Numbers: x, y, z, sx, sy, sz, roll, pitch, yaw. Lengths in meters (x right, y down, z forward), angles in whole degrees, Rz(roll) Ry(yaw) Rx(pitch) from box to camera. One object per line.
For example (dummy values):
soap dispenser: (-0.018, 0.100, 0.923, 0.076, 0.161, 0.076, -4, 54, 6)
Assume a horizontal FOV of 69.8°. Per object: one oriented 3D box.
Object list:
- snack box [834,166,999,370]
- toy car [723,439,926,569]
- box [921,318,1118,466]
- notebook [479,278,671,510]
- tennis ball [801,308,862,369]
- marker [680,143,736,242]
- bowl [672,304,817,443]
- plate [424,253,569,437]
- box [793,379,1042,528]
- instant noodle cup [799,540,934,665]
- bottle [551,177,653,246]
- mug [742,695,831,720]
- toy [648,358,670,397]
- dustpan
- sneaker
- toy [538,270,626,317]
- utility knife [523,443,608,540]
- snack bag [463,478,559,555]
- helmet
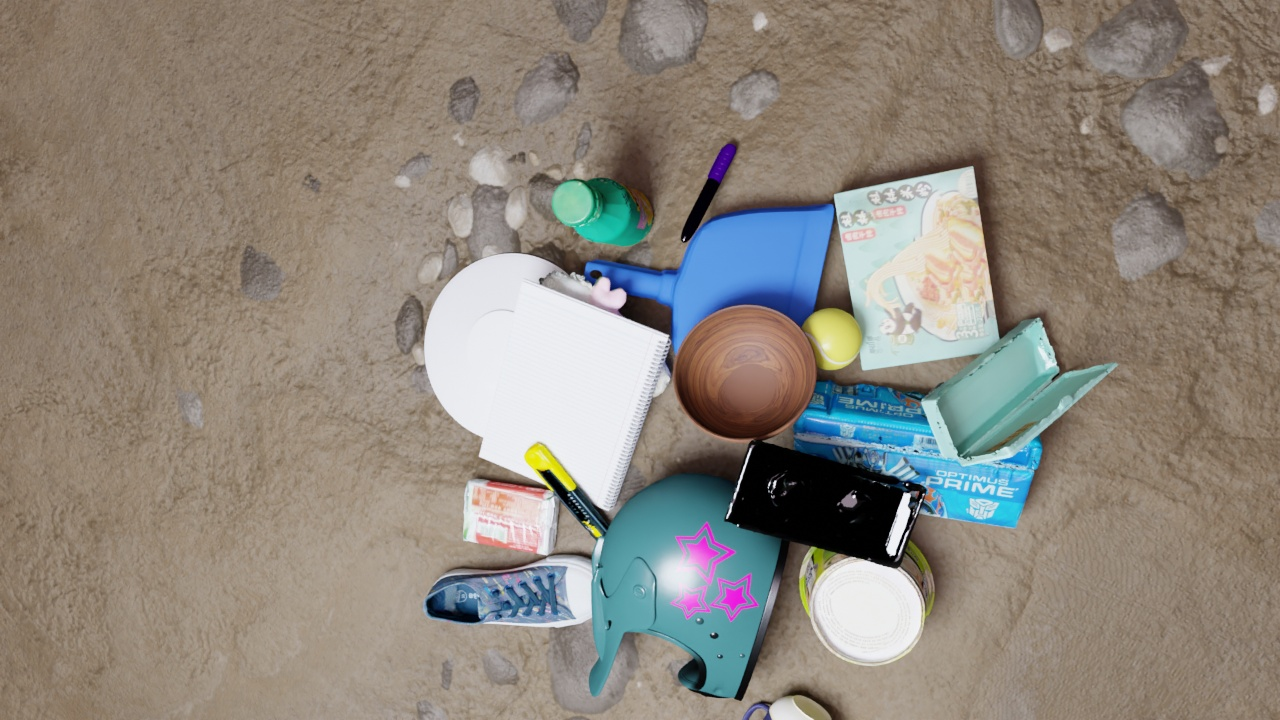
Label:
snack box: (0.293, -0.095, 0.975, 0.142, 0.044, 0.193, -9, 95, 16)
toy car: (0.182, 0.138, 0.940, 0.191, 0.071, 0.094, 15, 101, -6)
box: (0.374, 0.028, 0.888, 0.187, 0.093, 0.077, -30, 104, -29)
notebook: (-0.081, 0.046, 1.056, 0.178, 0.013, 0.246, 22, 118, 7)
tennis ball: (0.200, -0.023, 0.967, 0.065, 0.065, 0.065, 1, 95, 14)
marker: (0.073, -0.184, 1.008, 0.018, 0.015, 0.133, 10, 66, 40)
bowl: (0.113, 0.021, 0.965, 0.147, 0.069, 0.147, -5, 71, 13)
plate: (-0.160, -0.015, 1.096, 0.230, 0.030, 0.229, 0, 91, 15)
box: (0.287, 0.100, 0.983, 0.244, 0.093, 0.115, 8, 117, 13)
instant noodle cup: (0.243, 0.256, 0.993, 0.146, 0.097, 0.146, 1, 95, 14)
bottle: (-0.041, -0.158, 0.968, 0.068, 0.209, 0.068, 1, 95, 13)
mug: (0.165, 0.425, 1.045, 0.112, 0.085, 0.089, 35, 102, 45)
toy: (-0.006, 0.006, 1.055, 0.087, 0.050, 0.113, 32, 121, 9)
dustpan: (0.062, -0.075, 1.029, 0.258, 0.059, 0.245, 11, 98, 3)
sneaker: (-0.153, 0.290, 1.106, 0.236, 0.079, 0.087, -7, 93, 15)
toy: (-0.060, -0.057, 1.040, 0.109, 0.041, 0.096, 0, 105, 28)
utility knife: (-0.076, 0.169, 1.092, 0.029, 0.020, 0.172, -36, 99, 30)
snack bag: (-0.158, 0.190, 1.120, 0.116, 0.036, 0.077, 7, 96, 14)
helmet: (0.039, 0.254, 1.010, 0.200, 0.176, 0.275, 16, 109, 8)
